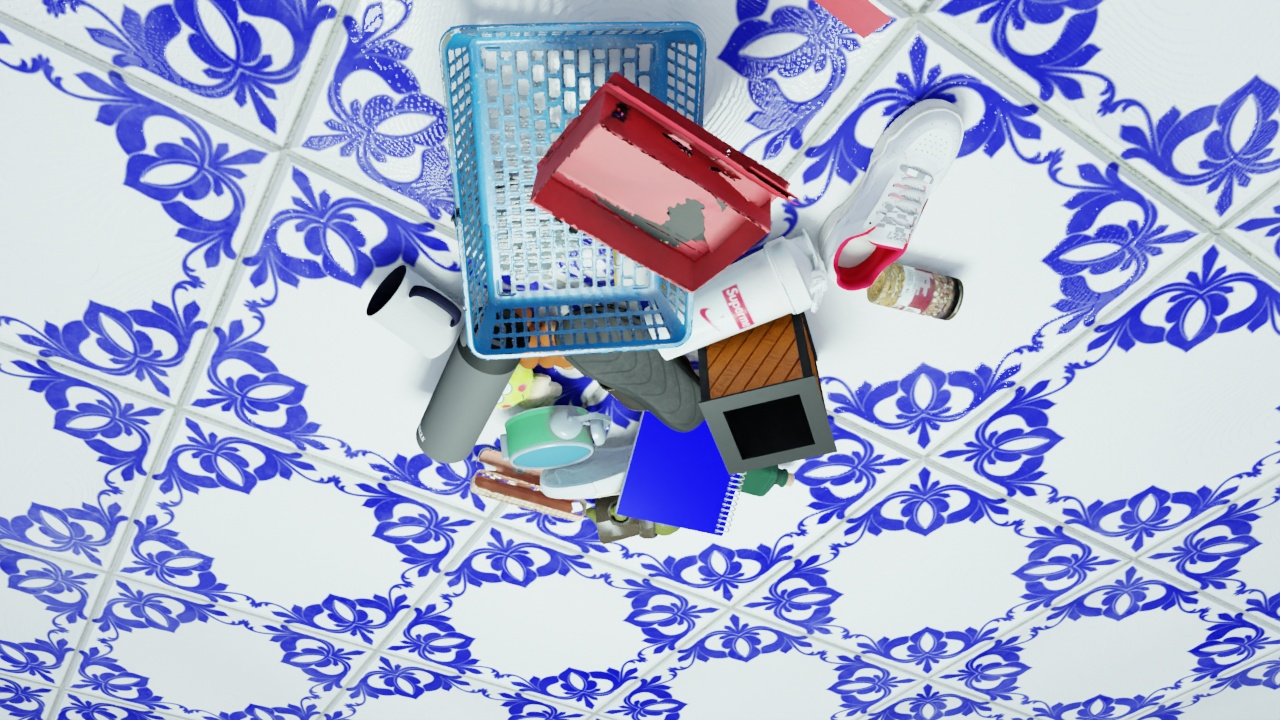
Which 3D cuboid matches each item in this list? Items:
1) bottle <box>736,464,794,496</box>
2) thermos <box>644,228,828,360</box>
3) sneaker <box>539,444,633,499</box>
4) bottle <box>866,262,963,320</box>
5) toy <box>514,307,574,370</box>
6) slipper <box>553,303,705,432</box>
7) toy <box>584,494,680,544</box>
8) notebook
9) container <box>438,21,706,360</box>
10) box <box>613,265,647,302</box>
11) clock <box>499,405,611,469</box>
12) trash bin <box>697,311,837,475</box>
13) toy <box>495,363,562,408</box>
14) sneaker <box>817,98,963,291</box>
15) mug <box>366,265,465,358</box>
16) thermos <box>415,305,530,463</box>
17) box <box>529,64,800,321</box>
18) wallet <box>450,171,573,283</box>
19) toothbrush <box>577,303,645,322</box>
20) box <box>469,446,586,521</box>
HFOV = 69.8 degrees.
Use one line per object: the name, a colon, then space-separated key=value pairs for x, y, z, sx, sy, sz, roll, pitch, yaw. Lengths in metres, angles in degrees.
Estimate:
bottle: x=0.170 y=0.166 z=1.385 sx=0.131 sy=0.061 sz=0.061 roll=16 pitch=129 yaw=-14
thermos: x=0.118 y=-0.073 z=1.124 sx=0.221 sy=0.099 sz=0.099 roll=-24 pitch=129 yaw=11
sneaker: x=-0.025 y=0.176 z=1.364 sx=0.242 sy=0.089 sz=0.091 roll=-14 pitch=125 yaw=-1
bottle: x=0.344 y=-0.088 z=1.151 sx=0.105 sy=0.056 sz=0.056 roll=12 pitch=132 yaw=-11
toy: x=-0.118 y=-0.023 z=1.220 sx=0.127 sy=0.065 sz=0.095 roll=15 pitch=140 yaw=-25
slipper: x=-0.007 y=0.007 z=1.224 sx=0.267 sy=0.075 sz=0.113 roll=36 pitch=97 yaw=-32
toy: x=-0.009 y=0.242 z=1.440 sx=0.153 sy=0.078 sz=0.179 roll=-7 pitch=163 yaw=4
notebook: x=0.073 y=0.137 z=1.311 sx=0.171 sy=0.022 sz=0.209 roll=14 pitch=98 yaw=-11
container: x=-0.070 y=-0.182 z=0.987 sx=0.257 sy=0.089 sz=0.363 roll=-3 pitch=122 yaw=-8
box: x=0.027 y=-0.158 z=1.104 sx=0.129 sy=0.036 sz=0.210 roll=-4 pitch=132 yaw=-2
clock: x=-0.114 y=0.100 z=1.296 sx=0.162 sy=0.075 sz=0.121 roll=-22 pitch=156 yaw=31
trash bin: x=0.157 y=0.024 z=1.177 sx=0.140 sy=0.171 sz=0.140 roll=-14 pitch=132 yaw=13
toy: x=-0.167 y=0.037 z=1.278 sx=0.115 sy=0.046 sz=0.092 roll=16 pitch=134 yaw=-25
sneaker: x=0.289 y=-0.173 z=1.039 sx=0.090 sy=0.104 sz=0.237 roll=20 pitch=130 yaw=-18
mug: x=-0.272 y=-0.063 z=1.149 sx=0.097 sy=0.078 sz=0.112 roll=39 pitch=150 yaw=-31
thermos: x=-0.223 y=0.035 z=1.202 sx=0.082 sy=0.082 sz=0.241 roll=19 pitch=134 yaw=-17
box: x=0.014 y=-0.160 z=0.894 sx=0.214 sy=0.153 sz=0.164 roll=25 pitch=95 yaw=-25
wallet: x=-0.148 y=-0.157 z=1.090 sx=0.101 sy=0.054 sz=0.131 roll=-32 pitch=128 yaw=26
toothbrush: x=-0.023 y=-0.066 z=1.201 sx=0.189 sy=0.016 sz=0.017 roll=14 pitch=122 yaw=-14
box: x=-0.165 y=0.190 z=1.405 sx=0.187 sy=0.082 sz=0.042 roll=18 pitch=142 yaw=-19
